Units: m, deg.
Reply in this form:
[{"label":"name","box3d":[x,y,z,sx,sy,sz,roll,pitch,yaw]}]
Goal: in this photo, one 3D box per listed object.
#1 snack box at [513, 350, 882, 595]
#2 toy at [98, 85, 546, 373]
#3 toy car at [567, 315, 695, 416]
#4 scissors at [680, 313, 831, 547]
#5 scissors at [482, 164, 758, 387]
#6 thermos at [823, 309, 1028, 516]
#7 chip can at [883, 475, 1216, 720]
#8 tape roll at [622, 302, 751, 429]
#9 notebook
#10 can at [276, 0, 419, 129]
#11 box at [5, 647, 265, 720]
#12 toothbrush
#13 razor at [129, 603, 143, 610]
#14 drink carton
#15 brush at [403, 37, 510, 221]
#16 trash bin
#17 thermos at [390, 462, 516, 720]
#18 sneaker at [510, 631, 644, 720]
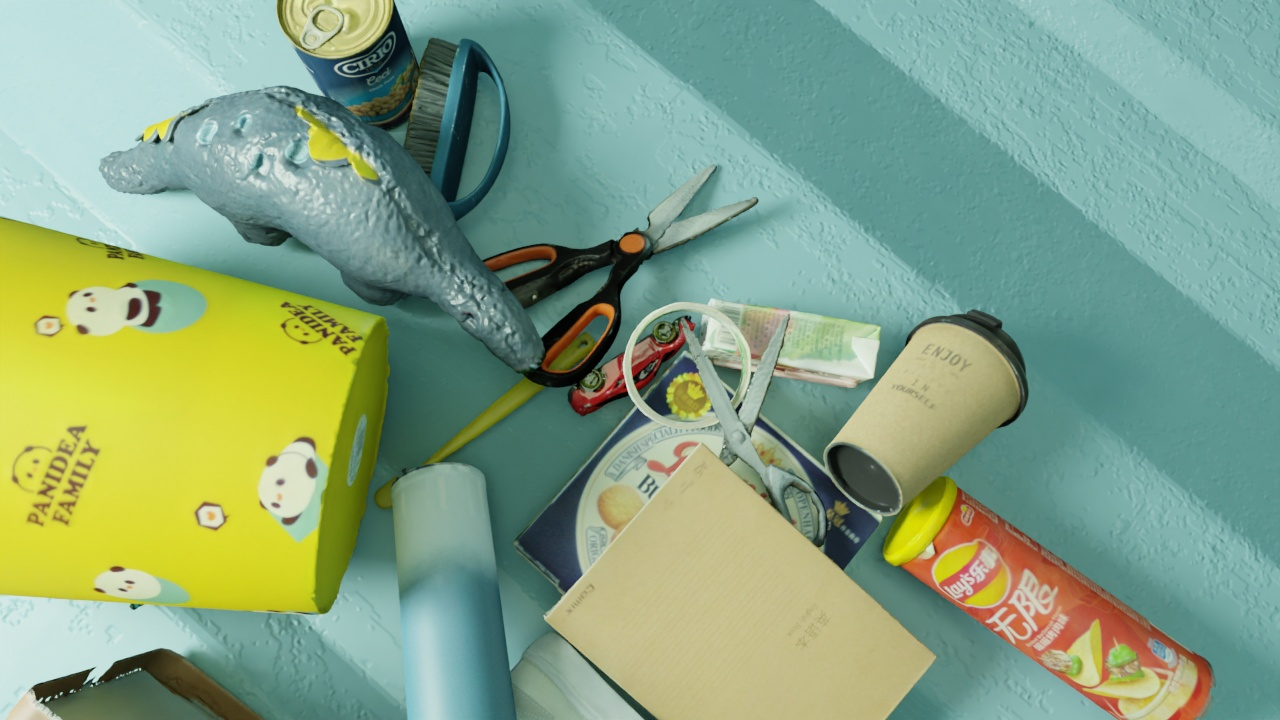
[{"label":"snack box","box3d":[0.038,0.117,0.631,0.178,0.046,0.182,40,80,4]},{"label":"toy","box3d":[-0.211,-0.104,0.606,0.356,0.138,0.091,26,37,8]},{"label":"toy car","box3d":[-0.004,0.004,0.648,0.106,0.049,0.031,-35,85,-10]},{"label":"scissors","box3d":[0.068,0.055,0.602,0.159,0.014,0.181,33,88,-4]},{"label":"scissors","box3d":[-0.016,-0.061,0.658,0.224,0.022,0.204,-8,55,3]},{"label":"thermos","box3d":[0.192,0.036,0.620,0.143,0.093,0.093,-38,84,-26]},{"label":"chip can","box3d":[0.275,0.167,0.625,0.216,0.073,0.073,34,79,2]},{"label":"tape roll","box3d":[0.031,0.004,0.616,0.086,0.014,0.085,0,86,-2]},{"label":"notebook","box3d":[0.066,0.177,0.588,0.211,0.012,0.149,42,84,-3]},{"label":"can","box3d":[-0.200,-0.219,0.647,0.075,0.111,0.075,0,78,-2]},{"label":"box","box3d":[-0.211,0.261,0.520,0.260,0.177,0.082,32,78,1]},{"label":"toothbrush","box3d":[-0.108,0.042,0.651,0.190,0.017,0.015,-38,83,-11]},{"label":"razor","box3d":[-0.394,0.139,0.605,0.132,0.028,0.043,2,110,-6]},{"label":"drink carton","box3d":[0.104,-0.011,0.656,0.122,0.053,0.045,10,82,-2]},{"label":"brush","box3d":[-0.132,-0.165,0.668,0.073,0.055,0.143,9,79,1]},{"label":"trash bin","box3d":[-0.295,0.039,0.541,0.255,0.230,0.229,10,78,-7]},{"label":"thermos","box3d":[-0.115,0.172,0.562,0.070,0.070,0.220,-10,58,-6]},{"label":"sneaker","box3d":[-0.004,0.286,0.570,0.242,0.090,0.090,42,64,8]}]
